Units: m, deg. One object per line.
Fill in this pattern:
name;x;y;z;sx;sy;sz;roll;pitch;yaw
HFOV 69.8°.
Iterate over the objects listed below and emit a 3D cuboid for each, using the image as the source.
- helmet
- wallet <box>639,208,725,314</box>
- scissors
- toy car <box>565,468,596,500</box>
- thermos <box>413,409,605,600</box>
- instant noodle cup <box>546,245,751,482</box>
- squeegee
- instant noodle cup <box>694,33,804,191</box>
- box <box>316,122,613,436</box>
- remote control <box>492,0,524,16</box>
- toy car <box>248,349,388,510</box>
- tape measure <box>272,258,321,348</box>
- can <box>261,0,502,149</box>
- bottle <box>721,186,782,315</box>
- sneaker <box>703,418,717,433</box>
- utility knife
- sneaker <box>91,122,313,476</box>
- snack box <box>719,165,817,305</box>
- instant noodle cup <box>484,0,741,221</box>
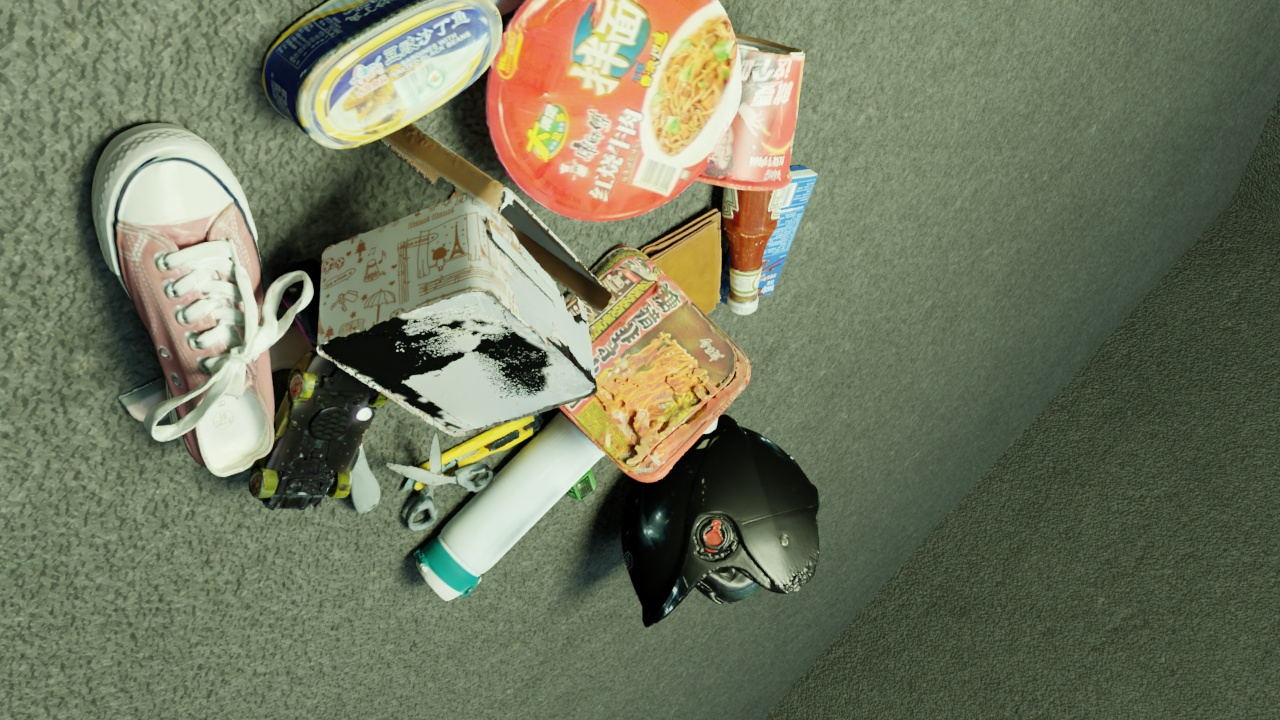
helmet;0.087;0.203;1.142;0.274;0.230;0.234;-30;169;-19
wallet;0.050;-0.087;0.963;0.118;0.035;0.131;-35;147;-23
scissors;-0.190;0.113;0.858;0.159;0.014;0.176;-12;147;-51
toy car;-0.076;0.122;1.030;0.043;0.036;0.091;-38;143;-17
thermos;-0.136;0.153;0.951;0.224;0.073;0.073;-45;149;-6
instant noodle cup;-0.005;0.005;0.888;0.164;0.189;0.079;-44;178;-7
squeegee;-0.242;0.060;0.747;0.247;0.040;0.250;-33;146;-27
instant noodle cup;0.072;-0.214;0.769;0.137;0.138;0.109;-15;127;-44
box;-0.120;-0.073;0.657;0.154;0.180;0.182;-19;150;14
remote control;-0.095;-0.287;0.579;0.055;0.020;0.136;-39;147;-19
toy car;-0.234;0.049;0.673;0.070;0.042;0.158;10;119;-44
tape measure;-0.229;-0.040;0.637;0.039;0.058;0.057;-32;102;-17
can;-0.158;-0.190;0.574;0.148;0.049;0.075;-37;146;-20
bottle;0.113;-0.138;0.952;0.059;0.060;0.206;-29;138;-30
sneaker;0.022;0.044;1.036;0.241;0.090;0.090;-1;88;-68
utility knife;-0.161;0.090;0.903;0.164;0.015;0.033;-27;140;-33
sneaker;-0.264;-0.022;0.568;0.118;0.088;0.241;-24;131;-37
snack box;0.139;-0.140;1.029;0.084;0.026;0.157;-17;136;-41
instant noodle cup;-0.025;-0.202;0.676;0.193;0.066;0.194;-12;126;-17
